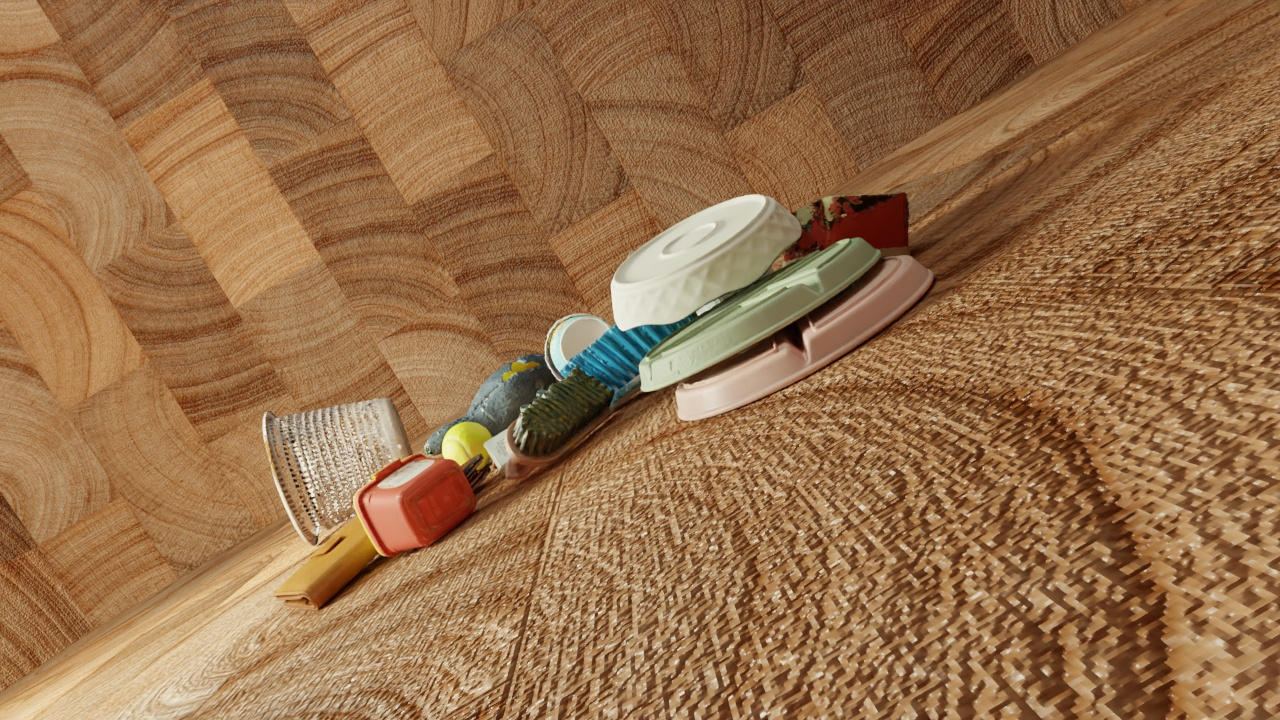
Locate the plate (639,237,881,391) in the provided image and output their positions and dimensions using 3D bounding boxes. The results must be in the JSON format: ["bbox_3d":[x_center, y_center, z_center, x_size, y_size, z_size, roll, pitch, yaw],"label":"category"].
[{"bbox_3d":[0.095,-0.042,0.777,0.230,0.027,0.230,-30,5,3],"label":"plate"}]

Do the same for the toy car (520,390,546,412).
[{"bbox_3d":[-0.131,0.070,1.203,0.034,0.043,0.090,-1,18,16],"label":"toy car"}]

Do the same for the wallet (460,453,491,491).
[{"bbox_3d":[-0.232,0.158,1.013,0.125,0.032,0.101,-31,8,26],"label":"wallet"}]

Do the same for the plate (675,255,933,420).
[{"bbox_3d":[0.124,-0.022,0.736,0.229,0.028,0.229,-30,5,3],"label":"plate"}]

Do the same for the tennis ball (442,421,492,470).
[{"bbox_3d":[-0.222,0.112,1.181,0.065,0.065,0.065,-31,6,3],"label":"tennis ball"}]

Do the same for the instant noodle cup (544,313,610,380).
[{"bbox_3d":[-0.077,-0.019,1.280,0.111,0.111,0.120,-32,0,-8],"label":"instant noodle cup"}]

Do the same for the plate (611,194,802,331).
[{"bbox_3d":[0.057,-0.103,0.908,0.205,0.045,0.204,-27,20,10],"label":"plate"}]

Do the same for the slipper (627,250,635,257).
[{"bbox_3d":[0.007,-0.067,1.210,0.274,0.054,0.114,82,-156,-73],"label":"slipper"}]

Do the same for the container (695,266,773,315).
[{"bbox_3d":[0.102,-0.093,1.177,0.090,0.090,0.111,-25,11,48],"label":"container"}]

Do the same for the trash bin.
[{"bbox_3d":[-0.471,0.158,1.475,0.192,0.227,0.228,-19,3,-12],"label":"trash bin"}]

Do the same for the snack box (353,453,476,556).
[{"bbox_3d":[-0.212,0.134,0.874,0.080,0.082,0.091,-12,18,42],"label":"snack box"}]

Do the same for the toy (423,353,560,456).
[{"bbox_3d":[-0.193,0.054,1.438,0.138,0.091,0.355,-42,-5,39],"label":"toy"}]

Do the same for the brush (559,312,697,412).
[{"bbox_3d":[0.064,-0.041,0.967,0.315,0.109,0.060,-37,-5,16],"label":"brush"}]

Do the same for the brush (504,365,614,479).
[{"bbox_3d":[-0.086,0.067,0.925,0.145,0.063,0.073,-42,-17,-53],"label":"brush"}]

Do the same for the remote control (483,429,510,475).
[{"bbox_3d":[-0.110,0.076,1.011,0.124,0.024,0.049,-33,46,-11],"label":"remote control"}]

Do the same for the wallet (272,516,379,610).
[{"bbox_3d":[-0.301,0.197,0.929,0.108,0.031,0.131,-16,22,49],"label":"wallet"}]

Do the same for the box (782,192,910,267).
[{"bbox_3d":[0.199,-0.134,0.921,0.091,0.077,0.168,-4,2,-6],"label":"box"}]

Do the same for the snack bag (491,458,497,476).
[{"bbox_3d":[-0.130,0.094,1.047,0.104,0.026,0.048,-30,25,5],"label":"snack bag"}]
